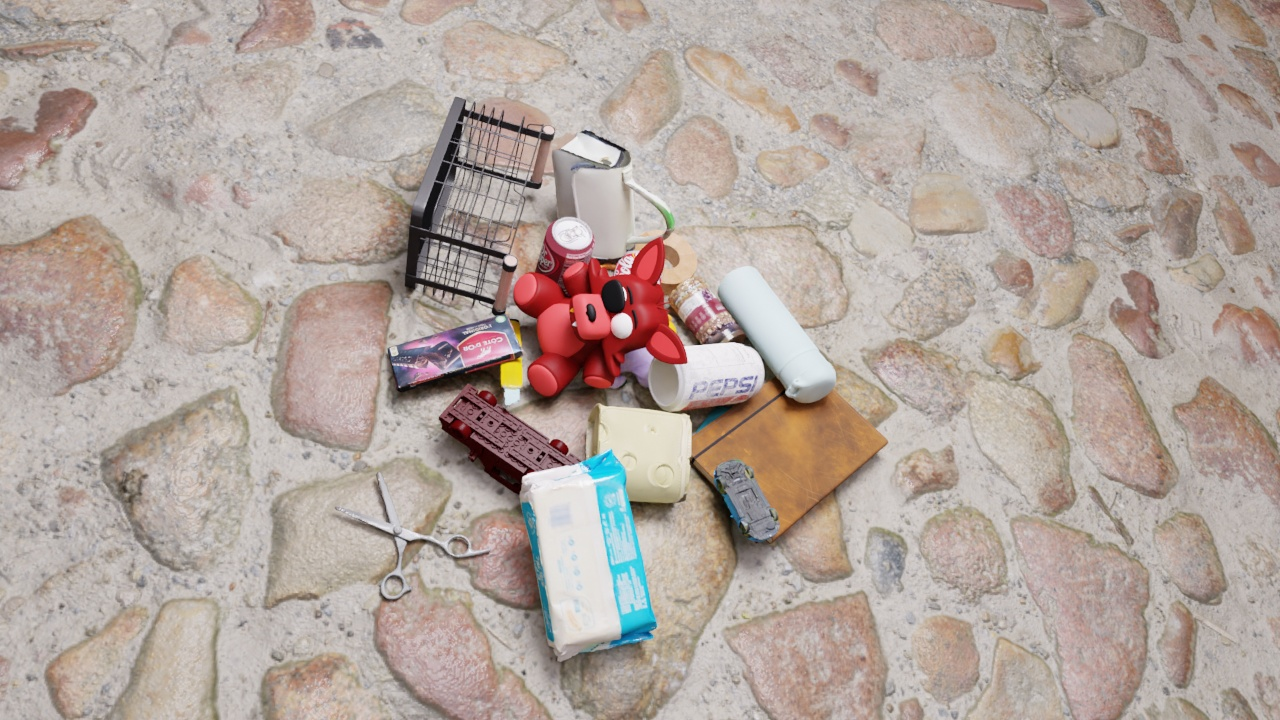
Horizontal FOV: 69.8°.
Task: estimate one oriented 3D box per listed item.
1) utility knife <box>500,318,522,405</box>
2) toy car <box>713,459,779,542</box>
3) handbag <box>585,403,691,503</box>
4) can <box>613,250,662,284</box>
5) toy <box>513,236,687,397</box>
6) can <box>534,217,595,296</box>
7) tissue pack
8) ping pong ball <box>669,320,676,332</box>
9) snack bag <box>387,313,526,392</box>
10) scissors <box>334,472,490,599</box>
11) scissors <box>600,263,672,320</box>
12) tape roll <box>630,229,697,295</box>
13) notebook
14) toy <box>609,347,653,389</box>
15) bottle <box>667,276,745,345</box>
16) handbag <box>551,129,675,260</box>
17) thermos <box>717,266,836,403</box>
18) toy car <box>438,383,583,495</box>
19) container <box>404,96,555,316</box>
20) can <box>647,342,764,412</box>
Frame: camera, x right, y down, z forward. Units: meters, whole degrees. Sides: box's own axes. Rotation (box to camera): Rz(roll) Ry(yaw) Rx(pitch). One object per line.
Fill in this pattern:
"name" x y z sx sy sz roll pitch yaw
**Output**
"utility knife" -0.159 -0.002 1.113 0.030 0.017 0.175 -1 34 -8
"toy car" 0.123 0.167 1.083 0.048 0.032 0.105 -18 62 -24
"handbag" -0.001 0.112 1.086 0.119 0.081 0.111 7 70 -16
"can" -0.010 -0.086 1.203 0.064 0.064 0.104 17 69 -7
"toy" -0.048 -0.049 1.105 0.120 0.198 0.158 3 74 -61
"can" -0.099 -0.129 1.184 0.063 0.114 0.063 8 57 -13
"tissue pack" -0.058 0.207 0.983 0.116 0.066 0.209 -10 87 -21
"ping pong ball" 0.028 -0.036 1.211 0.040 0.040 0.040 8 57 -13
"snack bag" -0.223 -0.009 1.103 0.155 0.018 0.074 -17 47 -14
"scissors" -0.248 0.190 1.000 0.171 0.014 0.141 5 61 -16
"scissors" -0.015 -0.078 1.241 0.131 0.013 0.073 38 59 6
"tape roll" 0.031 -0.137 1.283 0.094 0.027 0.093 8 57 -13
"notebook" 0.175 0.107 1.171 0.248 0.014 0.178 -32 67 -31
"toy" -0.007 0.007 1.178 0.099 0.037 0.080 20 66 -1
"bottle" 0.089 -0.057 1.234 0.056 0.056 0.105 -26 69 -29
"handbag" -0.035 -0.201 1.203 0.176 0.151 0.073 27 52 25
"thermos" 0.182 -0.034 1.226 0.077 0.065 0.206 -12 55 -32
"toy car" -0.148 0.103 1.056 0.170 0.062 0.070 33 55 5
"container" -0.202 -0.195 1.163 0.130 0.163 0.240 15 56 -8
"can" 0.083 0.019 1.149 0.136 0.078 0.078 -5 60 -35
